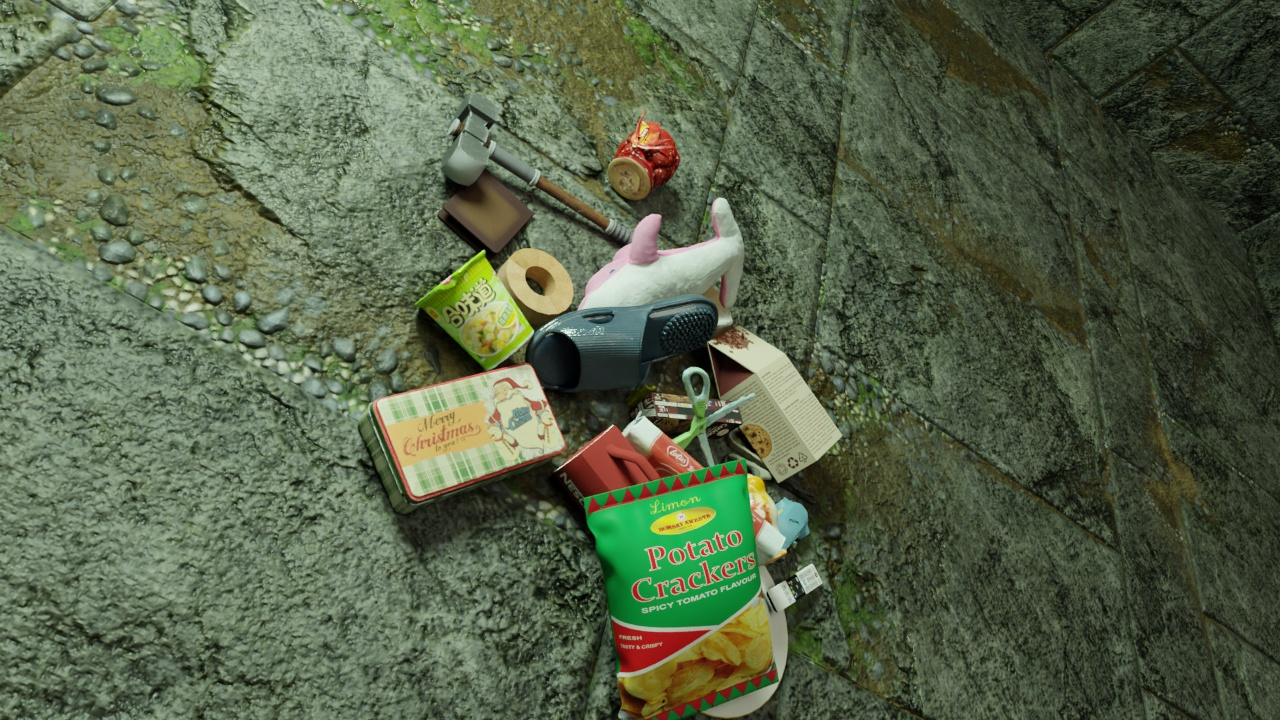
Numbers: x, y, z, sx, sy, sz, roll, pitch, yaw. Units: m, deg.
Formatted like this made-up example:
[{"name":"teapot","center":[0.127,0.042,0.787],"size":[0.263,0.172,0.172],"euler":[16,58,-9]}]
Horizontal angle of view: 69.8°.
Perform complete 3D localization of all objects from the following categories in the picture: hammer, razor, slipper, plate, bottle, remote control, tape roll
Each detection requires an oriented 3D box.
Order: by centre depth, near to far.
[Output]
[{"name":"plate","center":[0.089,0.293,1.064],"size":[0.229,0.021,0.229],"euler":[20,52,-28]},{"name":"slipper","center":[-0.006,-0.011,1.088],"size":[0.263,0.101,0.082],"euler":[-15,37,-27]},{"name":"tape roll","center":[-0.130,-0.091,1.129],"size":[0.094,0.027,0.093],"euler":[20,52,-28]},{"name":"bottle","center":[0.141,0.197,1.134],"size":[0.063,0.063,0.108],"euler":[-10,66,-42]},{"name":"remote control","center":[0.191,0.284,1.144],"size":[0.124,0.012,0.028],"euler":[-8,68,-54]},{"name":"razor","center":[-0.007,0.007,1.166],"size":[0.026,0.043,0.105],"euler":[14,46,-29]},{"name":"hammer","center":[-0.110,-0.222,1.218],"size":[0.322,0.043,0.155],"euler":[29,40,-27]},{"name":"bottle","center":[0.009,-0.295,1.320],"size":[0.099,0.099,0.110],"euler":[43,51,-9]}]

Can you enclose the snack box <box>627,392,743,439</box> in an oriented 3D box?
[{"name":"snack box","center":[0.058,0.071,1.160],"size":[0.140,0.051,0.031],"euler":[7,59,-36]}]

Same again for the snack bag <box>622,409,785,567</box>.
[{"name":"snack bag","center":[0.061,0.158,1.067],"size":[0.225,0.078,0.041],"euler":[40,43,-1]}]

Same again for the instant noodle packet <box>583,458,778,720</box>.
[{"name":"instant noodle packet","center":[0.048,0.247,0.968],"size":[0.195,0.090,0.252],"euler":[-10,93,-26]}]

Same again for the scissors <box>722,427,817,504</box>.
[{"name":"scissors","center":[0.176,0.142,1.237],"size":[0.169,0.013,0.132],"euler":[3,62,-37]}]

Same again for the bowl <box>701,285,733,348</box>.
[{"name":"bowl","center":[0.075,-0.063,1.274],"size":[0.117,0.030,0.117],"euler":[20,52,-28]}]

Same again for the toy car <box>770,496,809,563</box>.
[{"name":"toy car","center":[0.185,0.217,1.186],"size":[0.107,0.028,0.060],"euler":[-33,86,-46]}]

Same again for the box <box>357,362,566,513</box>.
[{"name":"box","center":[-0.181,0.077,0.965],"size":[0.205,0.050,0.117],"euler":[-14,72,-42]}]

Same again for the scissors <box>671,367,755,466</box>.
[{"name":"scissors","center":[0.073,0.081,1.126],"size":[0.171,0.021,0.172],"euler":[-32,123,-18]}]

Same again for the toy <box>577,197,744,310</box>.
[{"name":"toy","center":[0.016,-0.111,1.189],"size":[0.265,0.128,0.187],"euler":[-25,122,-27]}]

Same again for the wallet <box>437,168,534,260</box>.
[{"name":"wallet","center":[-0.193,-0.186,1.150],"size":[0.091,0.018,0.115],"euler":[41,41,-10]}]

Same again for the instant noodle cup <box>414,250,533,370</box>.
[{"name":"instant noodle cup","center":[-0.179,-0.051,1.023],"size":[0.108,0.099,0.098],"euler":[52,43,-12]}]

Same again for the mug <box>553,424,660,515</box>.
[{"name":"mug","center":[-0.026,0.129,1.008],"size":[0.096,0.117,0.080],"euler":[52,48,0]}]

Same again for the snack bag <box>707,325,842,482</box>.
[{"name":"snack bag","center":[0.171,0.048,1.243],"size":[0.206,0.070,0.094],"euler":[56,36,5]}]
